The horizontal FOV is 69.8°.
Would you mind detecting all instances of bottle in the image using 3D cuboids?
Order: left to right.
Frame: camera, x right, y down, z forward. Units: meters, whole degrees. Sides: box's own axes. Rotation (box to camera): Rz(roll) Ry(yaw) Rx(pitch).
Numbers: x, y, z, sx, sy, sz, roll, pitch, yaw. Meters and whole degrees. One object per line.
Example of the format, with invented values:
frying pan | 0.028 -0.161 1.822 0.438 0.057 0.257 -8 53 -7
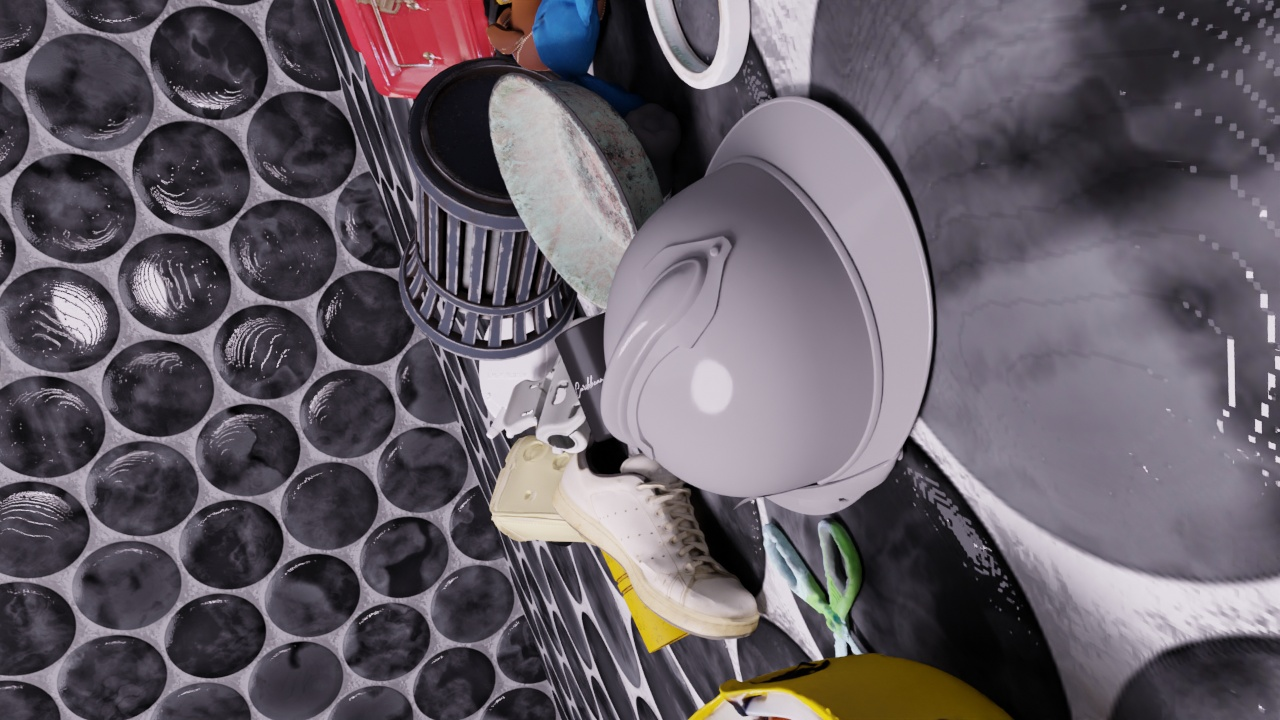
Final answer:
bottle | 0.004 0.190 0.889 0.163 0.071 0.071 62 163 18
bottle | 0.003 -0.113 0.584 0.036 0.036 0.110 61 162 25

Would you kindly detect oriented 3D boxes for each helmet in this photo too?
helmet | 0.032 0.002 0.469 0.183 0.117 0.272 56 154 28
helmet | 0.132 0.227 0.427 0.209 0.139 0.241 63 150 21

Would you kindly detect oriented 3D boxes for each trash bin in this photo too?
trash bin | -0.117 -0.120 0.753 0.164 0.164 0.228 64 159 16

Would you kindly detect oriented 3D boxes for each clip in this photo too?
clip | -0.064 0.028 0.824 0.143 0.072 0.124 -44 24 50

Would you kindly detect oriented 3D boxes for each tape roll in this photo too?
tape roll | 0.026 -0.186 0.464 0.093 0.013 0.093 57 160 34

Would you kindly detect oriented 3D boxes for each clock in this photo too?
clock | -0.121 0.001 0.949 0.126 0.072 0.161 -2 84 52

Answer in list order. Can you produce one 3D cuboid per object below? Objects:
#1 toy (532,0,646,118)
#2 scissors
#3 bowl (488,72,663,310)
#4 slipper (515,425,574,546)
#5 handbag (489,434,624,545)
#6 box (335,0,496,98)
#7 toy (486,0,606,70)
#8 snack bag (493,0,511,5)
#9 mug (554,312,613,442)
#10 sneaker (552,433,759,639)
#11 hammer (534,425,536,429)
toy | -0.038 -0.220 0.538 0.113 0.070 0.177 37 146 41
scissors | 0.125 0.164 0.587 0.174 0.022 0.171 36 141 53
bowl | -0.034 -0.107 0.564 0.157 0.038 0.158 46 156 27
slipper | -0.107 0.095 1.129 0.113 0.075 0.268 -1 100 47
handbag | -0.087 0.134 0.961 0.119 0.111 0.081 -4 150 34
box | -0.190 -0.333 0.788 0.157 0.154 0.168 91 -178 -65
toy | -0.057 -0.248 0.622 0.103 0.070 0.090 -11 87 51
snack bag | -0.095 -0.294 0.693 0.020 0.026 0.099 70 165 -4
mug | -0.004 0.004 0.703 0.114 0.078 0.088 -27 83 48
sneaker | 0.019 0.134 0.778 0.242 0.088 0.102 33 109 42
hammer | -0.121 0.022 1.047 0.025 0.118 0.333 87 166 -84
